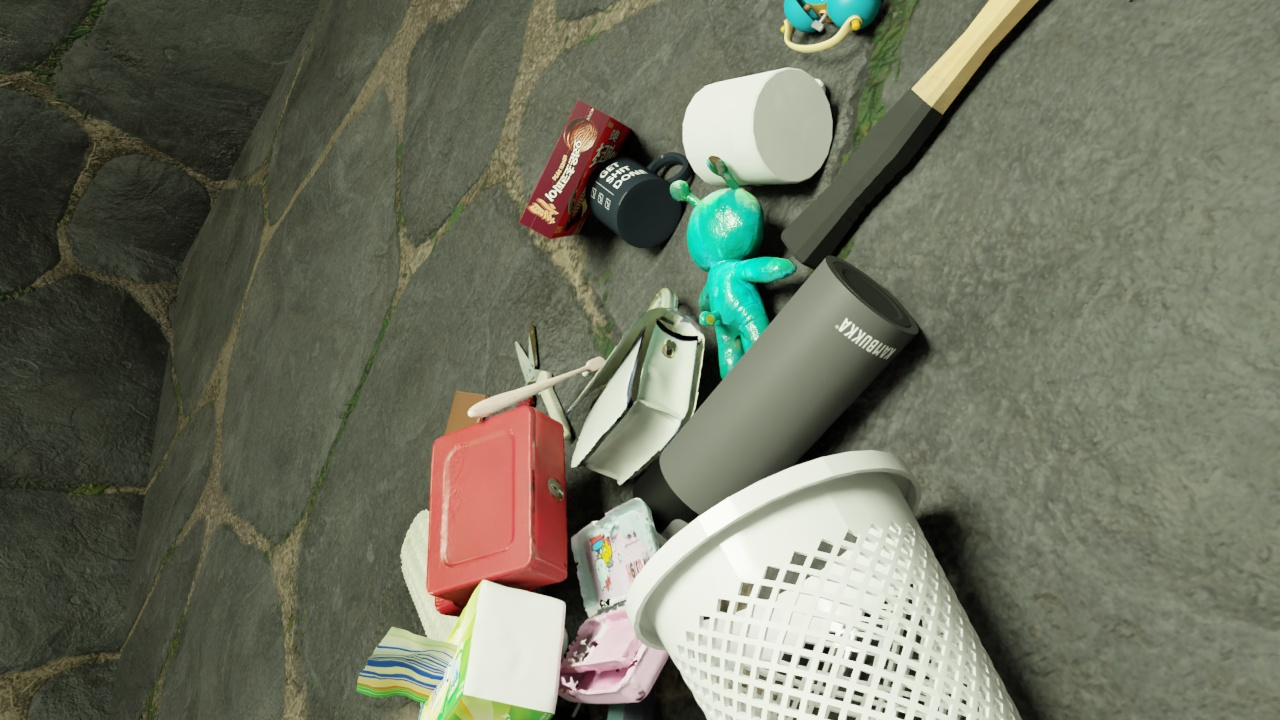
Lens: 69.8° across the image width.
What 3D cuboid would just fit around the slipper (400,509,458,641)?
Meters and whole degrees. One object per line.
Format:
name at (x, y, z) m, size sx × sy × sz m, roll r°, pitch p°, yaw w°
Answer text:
slipper at (-0.191, 0.252, 0.994) m, size 0.263 × 0.052 × 0.115 m, roll 36°, pitch 102°, yaw 49°

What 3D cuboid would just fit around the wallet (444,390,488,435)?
wallet at (-0.227, 0.098, 1.144) m, size 0.088 × 0.013 × 0.121 m, roll 4°, pitch 78°, yaw 54°

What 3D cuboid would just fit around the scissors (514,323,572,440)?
scissors at (-0.116, 0.046, 1.020) m, size 0.180 × 0.015 × 0.185 m, roll 9°, pitch 81°, yaw 56°

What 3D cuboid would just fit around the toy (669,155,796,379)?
toy at (0.071, -0.074, 0.765) m, size 0.131 × 0.072 × 0.193 m, roll -29°, pitch 67°, yaw 57°

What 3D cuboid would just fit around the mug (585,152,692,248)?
mug at (0.005, -0.170, 0.922) m, size 0.105 × 0.071 × 0.077 m, roll -40°, pitch 38°, yaw -3°

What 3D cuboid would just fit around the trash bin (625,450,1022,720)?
trash bin at (0.120, 0.189, 0.512) m, size 0.196 × 0.195 × 0.199 m, roll -49°, pitch 50°, yaw 28°

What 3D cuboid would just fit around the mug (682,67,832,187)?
mug at (0.109, -0.205, 0.784) m, size 0.121 × 0.091 × 0.090 m, roll -45°, pitch 29°, yaw -21°

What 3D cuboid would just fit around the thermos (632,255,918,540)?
thermos at (0.093, 0.040, 0.686) m, size 0.241 × 0.082 × 0.082 m, roll -52°, pitch 39°, yaw 24°

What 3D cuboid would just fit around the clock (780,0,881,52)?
clock at (0.172, -0.322, 0.784) m, size 0.099 × 0.043 × 0.129 m, roll 28°, pitch 90°, yaw 54°

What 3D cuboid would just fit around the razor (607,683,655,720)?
razor at (-0.005, 0.299, 0.736) m, size 0.047 × 0.052 × 0.142 m, roll -36°, pitch 38°, yaw 40°

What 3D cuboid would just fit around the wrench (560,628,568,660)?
wrench at (-0.137, 0.373, 0.897) m, size 0.273 × 0.018 × 0.066 m, roll -62°, pitch 37°, yaw 11°

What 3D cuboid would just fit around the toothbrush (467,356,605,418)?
toothbrush at (-0.097, 0.026, 0.884) m, size 0.018 × 0.180 × 0.015 m, roll -39°, pitch 78°, yaw 41°

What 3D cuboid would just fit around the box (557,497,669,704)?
box at (-0.020, 0.201, 0.738) m, size 0.202 × 0.066 × 0.153 m, roll 136°, pitch 148°, yaw -63°

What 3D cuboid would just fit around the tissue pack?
tissue pack at (-0.163, 0.272, 0.776) m, size 0.120 × 0.141 × 0.198 m, roll -91°, pitch 24°, yaw -50°

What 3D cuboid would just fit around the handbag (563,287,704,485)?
handbag at (-0.005, 0.005, 0.817) m, size 0.152 × 0.074 × 0.175 m, roll -49°, pitch 22°, yaw 53°

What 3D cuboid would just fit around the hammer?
hammer at (0.220, -0.202, 0.669) m, size 0.329 × 0.039 × 0.131 m, roll -51°, pitch 41°, yaw 26°

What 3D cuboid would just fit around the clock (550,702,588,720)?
clock at (-0.080, 0.359, 0.803) m, size 0.091 × 0.042 × 0.120 m, roll -18°, pitch 60°, yaw 48°

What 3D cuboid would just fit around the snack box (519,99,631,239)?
snack box at (-0.066, -0.199, 0.973) m, size 0.133 × 0.036 × 0.152 m, roll -62°, pitch -2°, yaw 12°

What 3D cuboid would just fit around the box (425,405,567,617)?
box at (-0.113, 0.147, 0.846) m, size 0.171 × 0.156 × 0.156 m, roll -33°, pitch 51°, yaw 42°
